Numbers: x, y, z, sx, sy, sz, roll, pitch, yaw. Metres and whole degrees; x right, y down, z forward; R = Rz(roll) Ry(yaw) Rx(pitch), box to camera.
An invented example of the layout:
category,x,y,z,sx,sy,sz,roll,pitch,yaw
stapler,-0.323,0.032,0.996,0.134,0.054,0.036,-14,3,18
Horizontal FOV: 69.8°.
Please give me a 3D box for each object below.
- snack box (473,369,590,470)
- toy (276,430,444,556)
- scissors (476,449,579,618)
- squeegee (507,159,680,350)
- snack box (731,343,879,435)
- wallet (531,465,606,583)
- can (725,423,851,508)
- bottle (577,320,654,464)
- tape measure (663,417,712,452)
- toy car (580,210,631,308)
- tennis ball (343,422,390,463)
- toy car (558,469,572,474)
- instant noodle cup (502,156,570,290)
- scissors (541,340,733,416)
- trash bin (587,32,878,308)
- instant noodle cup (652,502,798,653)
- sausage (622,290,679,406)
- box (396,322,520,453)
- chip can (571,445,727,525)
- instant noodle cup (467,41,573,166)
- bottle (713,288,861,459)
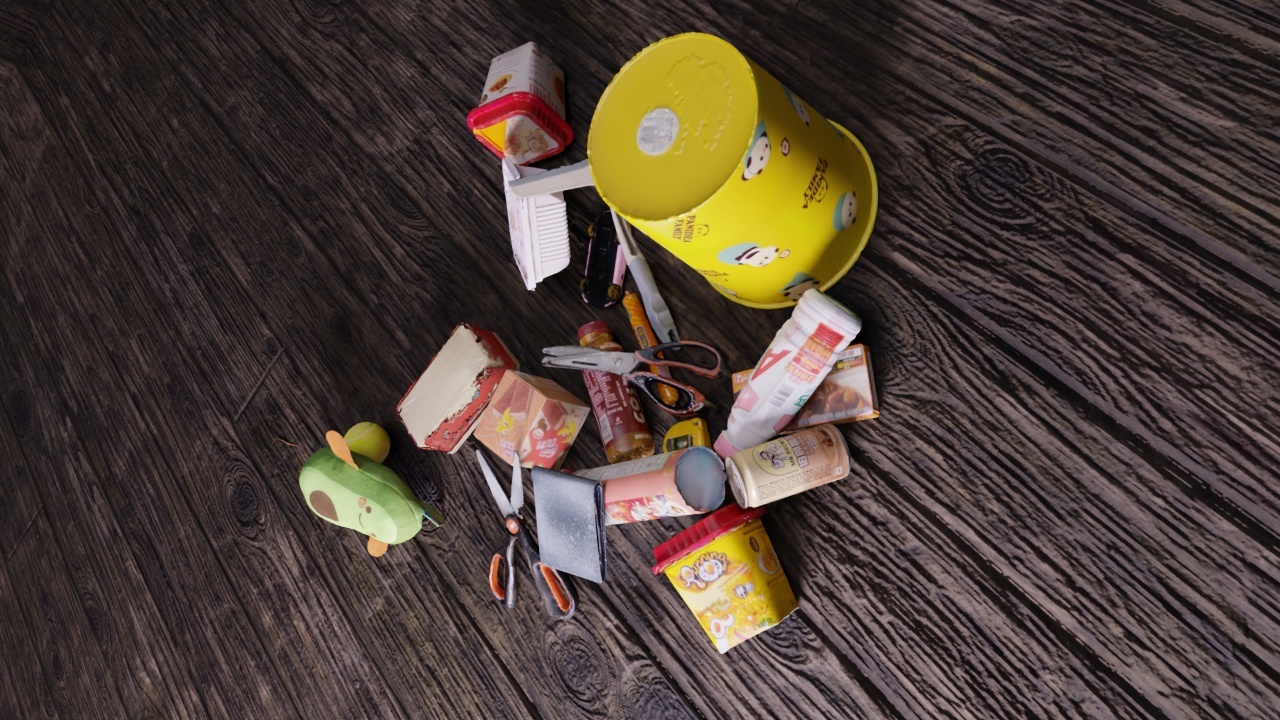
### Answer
category,x,y,z,sx,sy,sz,roll,pitch,yaw
snack box,-0.132,0.075,1.129,0.077,0.092,0.094,32,97,33
toy,-0.387,0.179,1.238,0.247,0.227,0.089,16,45,28
scissors,-0.150,0.219,1.103,0.221,0.021,0.225,48,130,15
squeegee,-0.005,-0.126,1.092,0.246,0.246,0.039,69,158,0
snack box,0.174,0.036,0.979,0.154,0.026,0.075,-14,72,30
wallet,-0.080,0.182,1.021,0.097,0.019,0.121,8,107,39
can,0.149,0.107,0.930,0.116,0.059,0.058,-17,66,-10
bottle,-0.034,0.036,1.095,0.058,0.057,0.174,-29,66,25
tape measure,0.053,0.097,1.044,0.057,0.029,0.060,-19,70,29
toy car,-0.040,-0.126,1.148,0.056,0.037,0.122,17,102,37
tennis ball,-0.389,0.121,1.305,0.066,0.065,0.065,-7,76,32
toy car,-0.092,0.190,1.110,0.053,0.045,0.120,-28,64,24
instant noodle cup,-0.130,-0.177,1.150,0.173,0.060,0.138,-125,29,-62
scissors,-0.010,0.019,1.059,0.206,0.015,0.194,-30,72,1
trash bin,0.092,-0.191,0.942,0.230,0.255,0.229,-7,77,31
instant noodle cup,0.093,0.223,0.949,0.116,0.116,0.123,-35,74,22
sausage,0.012,-0.016,1.098,0.021,0.021,0.165,-33,64,23
box,-0.249,0.038,1.222,0.168,0.079,0.091,-50,58,15
chip can,-0.001,0.140,0.999,0.215,0.071,0.071,-20,68,51
instant noodle cup,-0.156,-0.345,1.229,0.117,0.116,0.124,-12,61,30
bottle,0.146,0.022,0.947,0.068,0.068,0.197,43,107,32
